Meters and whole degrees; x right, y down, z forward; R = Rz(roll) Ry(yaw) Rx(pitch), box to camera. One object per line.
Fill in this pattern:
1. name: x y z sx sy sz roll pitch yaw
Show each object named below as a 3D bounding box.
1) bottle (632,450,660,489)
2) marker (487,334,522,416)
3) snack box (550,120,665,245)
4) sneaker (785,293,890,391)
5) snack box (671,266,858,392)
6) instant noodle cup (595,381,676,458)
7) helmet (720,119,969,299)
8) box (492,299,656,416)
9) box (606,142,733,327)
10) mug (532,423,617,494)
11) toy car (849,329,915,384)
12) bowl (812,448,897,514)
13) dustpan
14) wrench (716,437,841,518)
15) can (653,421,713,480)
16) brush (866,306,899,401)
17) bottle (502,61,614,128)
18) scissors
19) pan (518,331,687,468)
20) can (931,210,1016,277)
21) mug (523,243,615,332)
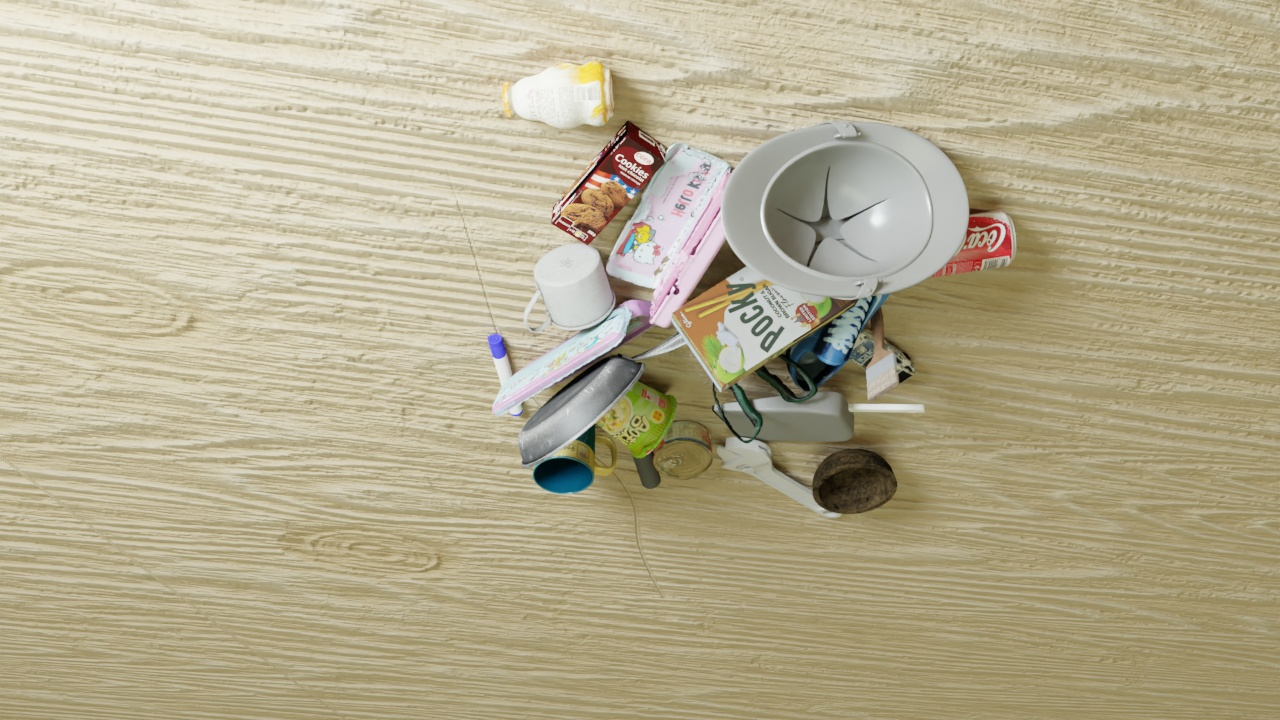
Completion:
1. bottle: 0.005 0.143 1.347 0.030 0.030 0.113 -8 135 8
2. marker: -0.182 0.021 1.234 0.020 0.020 0.142 -4 135 4
3. snack box: -0.037 -0.192 1.006 0.051 0.031 0.141 29 129 -26
4. sneaker: 0.251 -0.051 1.099 0.083 0.098 0.242 15 134 -14
5. snack box: 0.140 -0.058 1.039 0.186 0.101 0.032 -32 167 -7
6. instant noodle cup: -0.023 0.062 1.228 0.108 0.098 0.099 34 127 -18
7. helmet: 0.202 -0.149 0.981 0.271 0.183 0.118 -6 176 -12
8. box: -0.082 -0.006 1.134 0.215 0.149 0.049 -31 94 28
9. box: 0.032 -0.140 1.030 0.102 0.086 0.202 26 132 -7
10. mug: -0.089 0.122 1.273 0.113 0.107 0.083 11 133 -10
11. toy car: 0.310 -0.001 1.191 0.112 0.040 0.049 31 127 -26
12. bowl: 0.311 0.168 1.350 0.121 0.056 0.121 0 135 0
13. dustpan: 0.242 0.074 1.216 0.258 0.033 0.163 0 161 22
14. wrench: 0.220 0.180 1.379 0.273 0.018 0.087 31 145 -30
15. can: 0.061 0.130 1.324 0.086 0.043 0.086 0 135 0
16. brush: 0.287 -0.019 1.100 0.008 0.142 0.045 27 138 -23
17. bottle: -0.081 -0.263 0.914 0.109 0.063 0.063 -3 135 4
18. scissors: 0.106 0.017 1.157 0.210 0.015 0.147 37 120 9
19. pan: -0.006 0.006 1.093 0.356 0.187 0.055 -40 99 -4
20. can: 0.365 -0.131 1.041 0.105 0.064 0.064 -8 135 8
21. mug: -0.090 -0.080 1.075 0.113 0.084 0.070 -28 133 -11
